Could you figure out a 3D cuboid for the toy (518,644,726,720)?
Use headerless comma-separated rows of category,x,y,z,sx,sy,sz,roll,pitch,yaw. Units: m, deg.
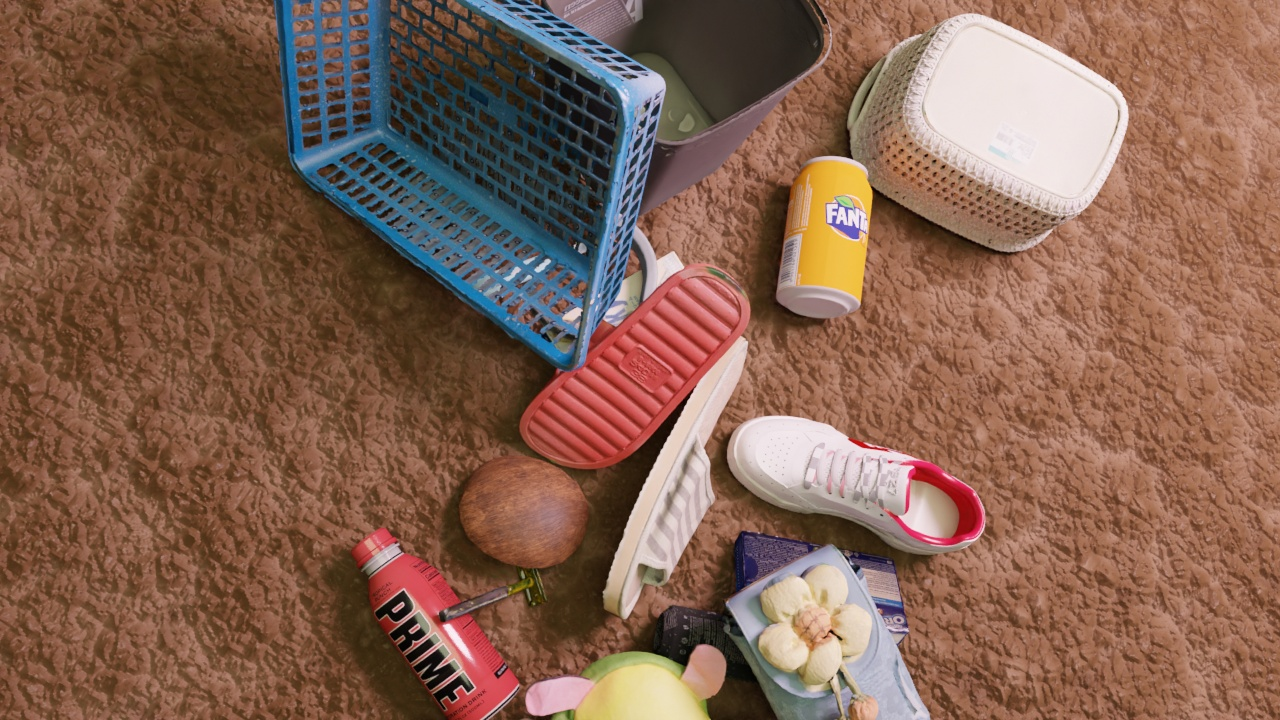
toy,0.014,0.317,0.756,0.238,0.088,0.190,16,87,-7

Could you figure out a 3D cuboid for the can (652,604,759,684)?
can,0.082,0.250,0.800,0.137,0.054,0.054,12,76,-7

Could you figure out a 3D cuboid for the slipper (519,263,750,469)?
slipper,-0.005,0.005,0.786,0.103,0.059,0.249,41,118,-14

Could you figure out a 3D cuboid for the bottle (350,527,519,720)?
bottle,-0.175,0.218,0.759,0.062,0.062,0.176,-36,86,-16

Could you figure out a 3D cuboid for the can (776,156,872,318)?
can,0.179,-0.117,0.887,0.079,0.079,0.142,12,76,-7

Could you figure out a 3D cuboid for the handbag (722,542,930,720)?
handbag,0.152,0.250,0.723,0.121,0.119,0.192,-25,90,-7

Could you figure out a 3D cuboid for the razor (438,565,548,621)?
razor,-0.124,0.197,0.765,0.105,0.026,0.042,-9,78,-51

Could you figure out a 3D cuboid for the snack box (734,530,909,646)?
snack box,0.159,0.204,0.819,0.150,0.027,0.082,12,43,-6

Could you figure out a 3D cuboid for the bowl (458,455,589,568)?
bowl,-0.099,0.125,0.796,0.114,0.026,0.101,20,56,-3

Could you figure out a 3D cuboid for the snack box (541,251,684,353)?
snack box,-0.010,-0.032,0.863,0.149,0.026,0.082,-32,86,-16

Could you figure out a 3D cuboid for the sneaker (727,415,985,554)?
sneaker,0.200,0.108,0.827,0.236,0.104,0.090,25,74,-3

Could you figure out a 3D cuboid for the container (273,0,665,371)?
container,-0.140,-0.189,0.731,0.362,0.258,0.089,36,48,20

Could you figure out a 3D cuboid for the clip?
clip,-0.009,-0.075,0.842,0.172,0.031,0.164,27,77,-6

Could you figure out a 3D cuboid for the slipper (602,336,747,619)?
slipper,0.042,0.098,0.804,0.054,0.114,0.272,20,71,16

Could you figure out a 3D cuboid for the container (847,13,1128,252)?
container,0.344,-0.226,0.907,0.251,0.143,0.184,26,88,-3

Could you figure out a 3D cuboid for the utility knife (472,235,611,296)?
utility knife,-0.092,-0.092,0.870,0.147,0.015,0.022,-24,81,-17

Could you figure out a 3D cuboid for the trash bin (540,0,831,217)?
trash bin,0.017,-0.252,0.816,0.197,0.220,0.197,-33,85,-15
